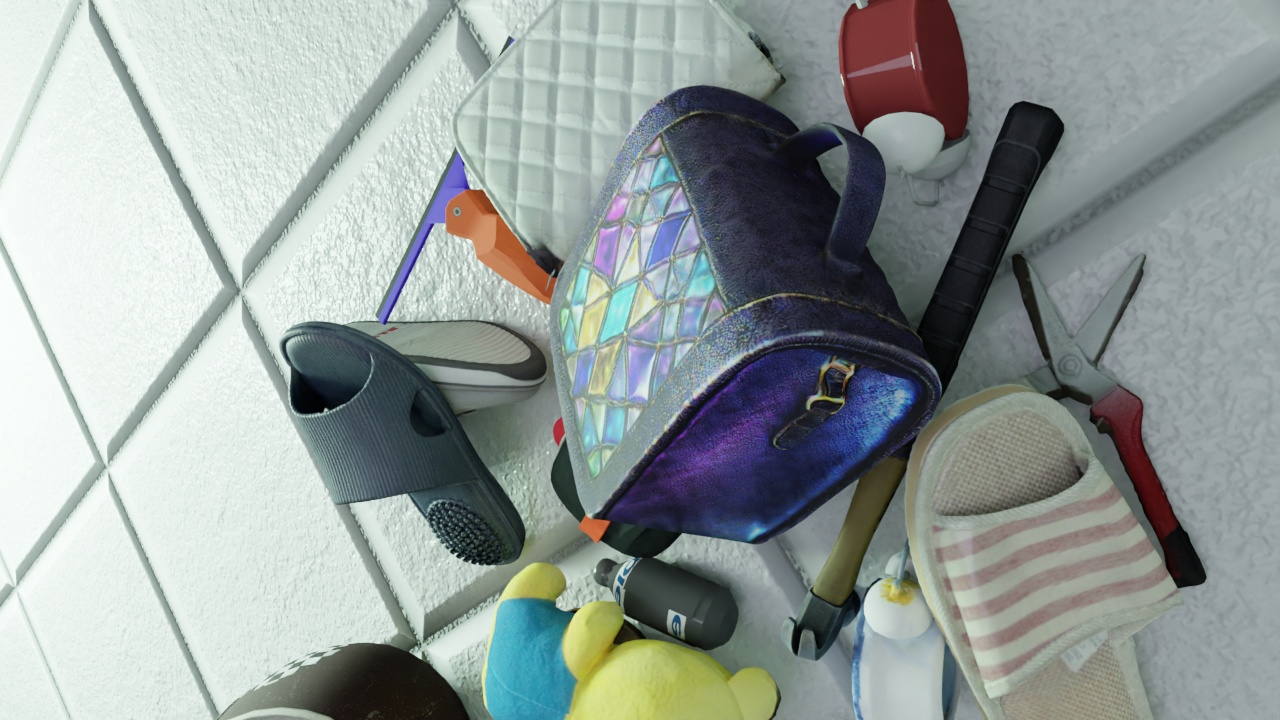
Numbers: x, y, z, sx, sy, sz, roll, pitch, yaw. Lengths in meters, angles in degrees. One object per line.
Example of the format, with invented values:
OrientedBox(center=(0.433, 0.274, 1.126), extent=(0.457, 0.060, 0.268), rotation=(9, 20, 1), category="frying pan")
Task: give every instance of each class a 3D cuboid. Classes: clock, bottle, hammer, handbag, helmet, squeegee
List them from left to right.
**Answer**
OrientedBox(center=(-0.252, 0.362, 0.752), extent=(0.234, 0.253, 0.233), rotation=(-35, 84, 9), category="helmet")
OrientedBox(center=(-0.089, -0.082, 0.680), extent=(0.185, 0.055, 0.250), rotation=(36, 111, 11), category="squeegee")
OrientedBox(center=(-0.017, -0.159, 0.586), extent=(0.195, 0.072, 0.139), rotation=(-40, 73, 20), category="handbag")
OrientedBox(center=(0.016, 0.170, 0.661), extent=(0.112, 0.046, 0.047), rotation=(16, 108, 32), category="bottle")
OrientedBox(center=(0.051, -0.031, 0.501), extent=(0.223, 0.125, 0.204), rotation=(-54, 34, 35), category="handbag")
OrientedBox(center=(0.156, 0.161, 0.537), extent=(0.052, 0.088, 0.125), rotation=(2, 102, 29), category="clock")
OrientedBox(center=(0.143, -0.144, 0.490), extent=(0.044, 0.087, 0.124), rotation=(-7, 92, 36), category="clock")
OrientedBox(center=(0.151, 0.024, 0.509), extent=(0.025, 0.117, 0.333), rotation=(26, 108, 24), category="hammer")

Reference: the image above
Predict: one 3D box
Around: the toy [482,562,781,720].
OrientedBox(center=(-0.021, 0.237, 0.635), extent=(0.214, 0.083, 0.149), rotation=(22, 120, 27), category="toy")

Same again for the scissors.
OrientedBox(center=(0.228, 0.044, 0.510), extent=(0.180, 0.015, 0.199), rotation=(-35, 78, 34), category="scissors")

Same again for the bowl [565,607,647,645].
OrientedBox(center=(-0.022, 0.243, 0.709), extent=(0.119, 0.032, 0.119), rotation=(7, 103, 33), category="bowl")

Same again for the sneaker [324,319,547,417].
OrientedBox(center=(-0.182, 0.037, 0.751), extent=(0.264, 0.096, 0.129), rotation=(0, 110, 33), category="sneaker")

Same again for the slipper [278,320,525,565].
OrientedBox(center=(-0.177, 0.085, 0.683), extent=(0.101, 0.082, 0.264), rotation=(-14, 125, 28), category="slipper")

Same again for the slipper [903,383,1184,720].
OrientedBox(center=(0.218, 0.141, 0.475), extent=(0.115, 0.052, 0.263), rotation=(-20, 100, 1), category="slipper")

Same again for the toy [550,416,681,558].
OrientedBox(center=(-0.013, 0.077, 0.626), extent=(0.119, 0.097, 0.100), rotation=(32, 128, 5), category="toy")
